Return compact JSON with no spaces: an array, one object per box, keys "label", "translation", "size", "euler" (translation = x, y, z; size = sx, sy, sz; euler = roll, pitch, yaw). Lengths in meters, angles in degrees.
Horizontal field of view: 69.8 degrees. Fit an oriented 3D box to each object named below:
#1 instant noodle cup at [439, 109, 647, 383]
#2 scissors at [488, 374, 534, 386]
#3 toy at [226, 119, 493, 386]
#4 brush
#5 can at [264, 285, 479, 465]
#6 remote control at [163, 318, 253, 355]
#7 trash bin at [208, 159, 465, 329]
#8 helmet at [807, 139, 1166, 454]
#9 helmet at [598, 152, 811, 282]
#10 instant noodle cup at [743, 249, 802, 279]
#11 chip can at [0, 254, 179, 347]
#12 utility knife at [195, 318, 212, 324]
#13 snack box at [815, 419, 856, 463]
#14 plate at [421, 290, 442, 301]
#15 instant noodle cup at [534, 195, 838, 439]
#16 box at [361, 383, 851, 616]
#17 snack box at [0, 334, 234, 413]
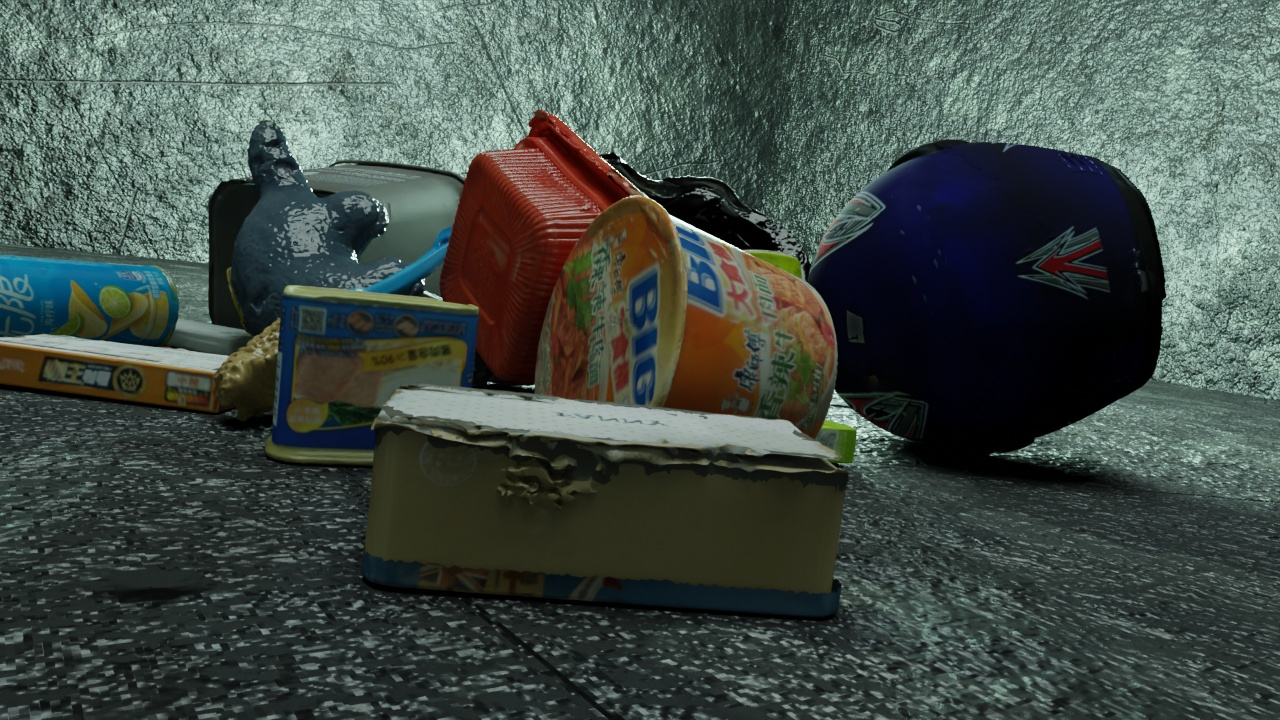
[{"label":"instant noodle cup","translation":[-0.070,-0.064,0.610],"size":[0.079,0.165,0.189],"euler":[-3,36,-36]},{"label":"scissors","translation":[-0.148,0.010,0.816],"size":[0.137,0.017,0.073],"euler":[5,4,26]},{"label":"toy","translation":[-0.247,-0.065,0.714],"size":[0.356,0.138,0.091],"euler":[47,2,30]},{"label":"brush","translation":[-0.175,-0.038,0.594],"size":[0.083,0.046,0.253],"euler":[-17,21,26]},{"label":"can","translation":[-0.136,0.008,0.474],"size":[0.102,0.083,0.057],"euler":[5,6,-21]},{"label":"remote control","translation":[-0.374,-0.019,0.779],"size":[0.150,0.021,0.058],"euler":[9,6,26]},{"label":"trash bin","translation":[-0.295,-0.102,0.919],"size":[0.199,0.199,0.219],"euler":[8,11,12]},{"label":"helmet","translation":[0.260,-0.046,0.762],"size":[0.240,0.247,0.315],"euler":[-10,-6,9]},{"label":"helmet","translation":[0.013,-0.061,0.893],"size":[0.274,0.229,0.157],"euler":[16,-33,-4]},{"label":"instant noodle cup","translation":[0.090,-0.022,0.737],"size":[0.111,0.123,0.112],"euler":[2,-8,0]},{"label":"chip can","translation":[-0.452,-0.042,0.664],"size":[0.071,0.071,0.209],"euler":[10,6,30]},{"label":"utility knife","translation":[-0.437,-0.037,0.930],"size":[0.029,0.013,0.182],"euler":[7,5,-10]},{"label":"snack box","translation":[0.056,0.047,0.619],"size":[0.156,0.026,0.086],"euler":[4,5,-21]},{"label":"plate","translation":[-0.119,-0.017,0.778],"size":[0.179,0.024,0.179],"euler":[25,0,0]},{"label":"instant noodle cup","translation":[0.025,0.000,0.492],"size":[0.111,0.151,0.151],"euler":[13,2,-29]},{"label":"box","translation":[-0.007,0.050,0.344],"size":[0.184,0.061,0.090],"euler":[8,6,-6]},{"label":"snack box","translation":[-0.319,0.006,0.566],"size":[0.154,0.026,0.075],"euler":[7,5,0]}]
